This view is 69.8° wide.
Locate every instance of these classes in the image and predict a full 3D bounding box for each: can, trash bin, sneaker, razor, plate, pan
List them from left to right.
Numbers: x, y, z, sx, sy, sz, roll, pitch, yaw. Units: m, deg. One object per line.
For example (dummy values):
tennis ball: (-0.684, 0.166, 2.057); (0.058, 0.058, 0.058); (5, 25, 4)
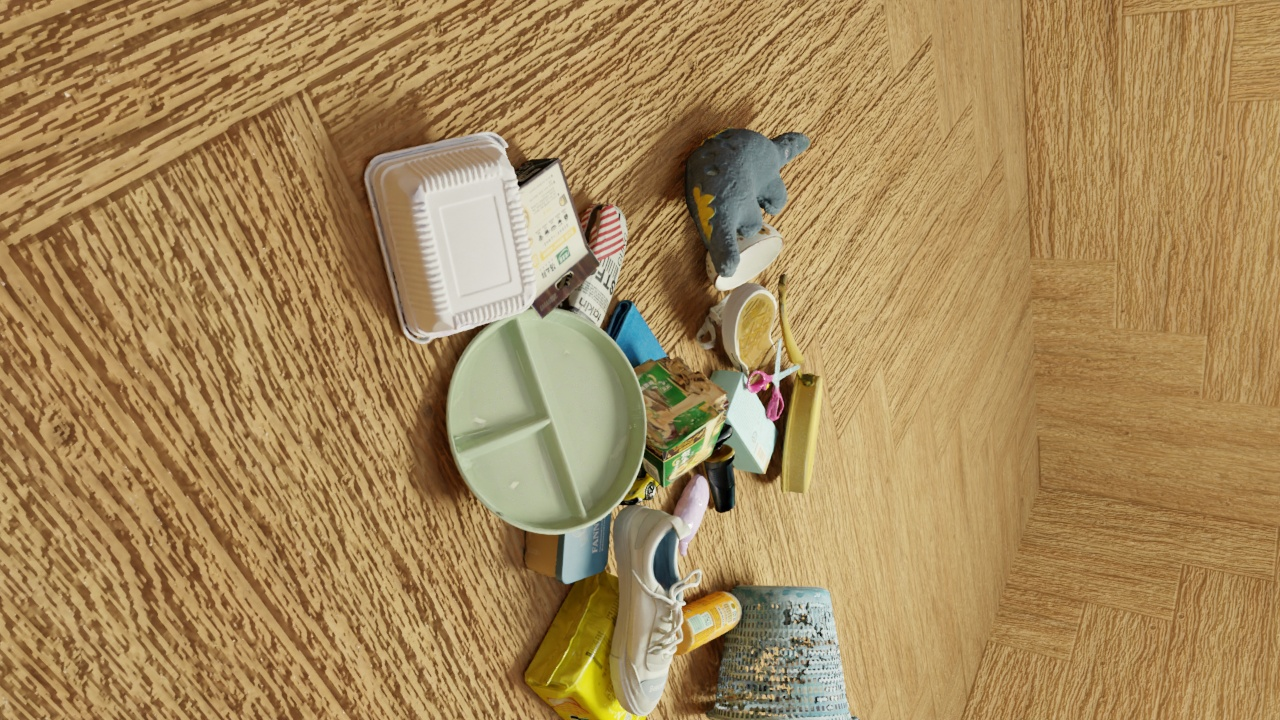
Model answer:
plate: (-0.093, 0.060, 0.932); (0.229, 0.028, 0.230); (7, 78, -34)
sneaker: (0.022, 0.287, 1.040); (0.089, 0.091, 0.242); (-6, 98, -52)
can: (0.085, 0.370, 1.298); (0.145, 0.058, 0.058); (-1, 97, -56)
razor: (0.109, 0.155, 1.303); (0.062, 0.067, 0.168); (-30, 133, -18)
sneaker: (0.131, -0.049, 1.265); (0.118, 0.088, 0.241); (-49, 160, -8)
trash bin: (0.212, 0.441, 1.387); (0.226, 0.227, 0.195); (24, 63, -55)
pan: (0.243, 0.040, 1.446); (0.197, 0.078, 0.358); (-51, 146, -65)

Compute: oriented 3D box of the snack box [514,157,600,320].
snack box: (-0.107, -0.124, 0.927); (0.113, 0.053, 0.126); (-47, 133, -40)

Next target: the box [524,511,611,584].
box: (-0.078, 0.159, 1.016); (0.089, 0.062, 0.184); (-7, 100, -55)

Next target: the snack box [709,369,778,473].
snack box: (0.145, 0.092, 1.340); (0.175, 0.052, 0.074); (54, 49, -46)

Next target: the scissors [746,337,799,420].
scissors: (0.194, 0.031, 1.331); (0.133, 0.017, 0.134); (-22, 120, -44)

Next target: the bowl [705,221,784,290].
bowl: (0.133, -0.154, 1.250); (0.113, 0.114, 0.062); (-3, 57, -56)

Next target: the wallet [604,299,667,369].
wallet: (-0.007, 0.007, 1.116); (0.133, 0.040, 0.106); (55, 48, -44)

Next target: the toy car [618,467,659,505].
toy car: (0.008, 0.129, 1.127); (0.155, 0.071, 0.041); (-37, 127, -46)

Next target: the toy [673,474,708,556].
toy: (0.069, 0.208, 1.262); (0.084, 0.039, 0.107); (73, 33, -50)

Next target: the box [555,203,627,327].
box: (-0.049, -0.097, 1.015); (0.072, 0.060, 0.164); (26, 74, -38)

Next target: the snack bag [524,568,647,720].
snack bag: (-0.037, 0.372, 1.111); (0.157, 0.068, 0.247); (-59, 140, -31)

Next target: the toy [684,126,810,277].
toy: (0.129, -0.234, 1.194); (0.355, 0.138, 0.092); (-54, 180, -45)

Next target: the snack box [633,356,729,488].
snack box: (0.029, 0.078, 1.065); (0.117, 0.118, 0.106); (-31, 142, -27)

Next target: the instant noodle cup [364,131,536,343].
instant noodle cup: (-0.155, -0.105, 0.813); (0.137, 0.060, 0.174); (-20, 116, -28)
